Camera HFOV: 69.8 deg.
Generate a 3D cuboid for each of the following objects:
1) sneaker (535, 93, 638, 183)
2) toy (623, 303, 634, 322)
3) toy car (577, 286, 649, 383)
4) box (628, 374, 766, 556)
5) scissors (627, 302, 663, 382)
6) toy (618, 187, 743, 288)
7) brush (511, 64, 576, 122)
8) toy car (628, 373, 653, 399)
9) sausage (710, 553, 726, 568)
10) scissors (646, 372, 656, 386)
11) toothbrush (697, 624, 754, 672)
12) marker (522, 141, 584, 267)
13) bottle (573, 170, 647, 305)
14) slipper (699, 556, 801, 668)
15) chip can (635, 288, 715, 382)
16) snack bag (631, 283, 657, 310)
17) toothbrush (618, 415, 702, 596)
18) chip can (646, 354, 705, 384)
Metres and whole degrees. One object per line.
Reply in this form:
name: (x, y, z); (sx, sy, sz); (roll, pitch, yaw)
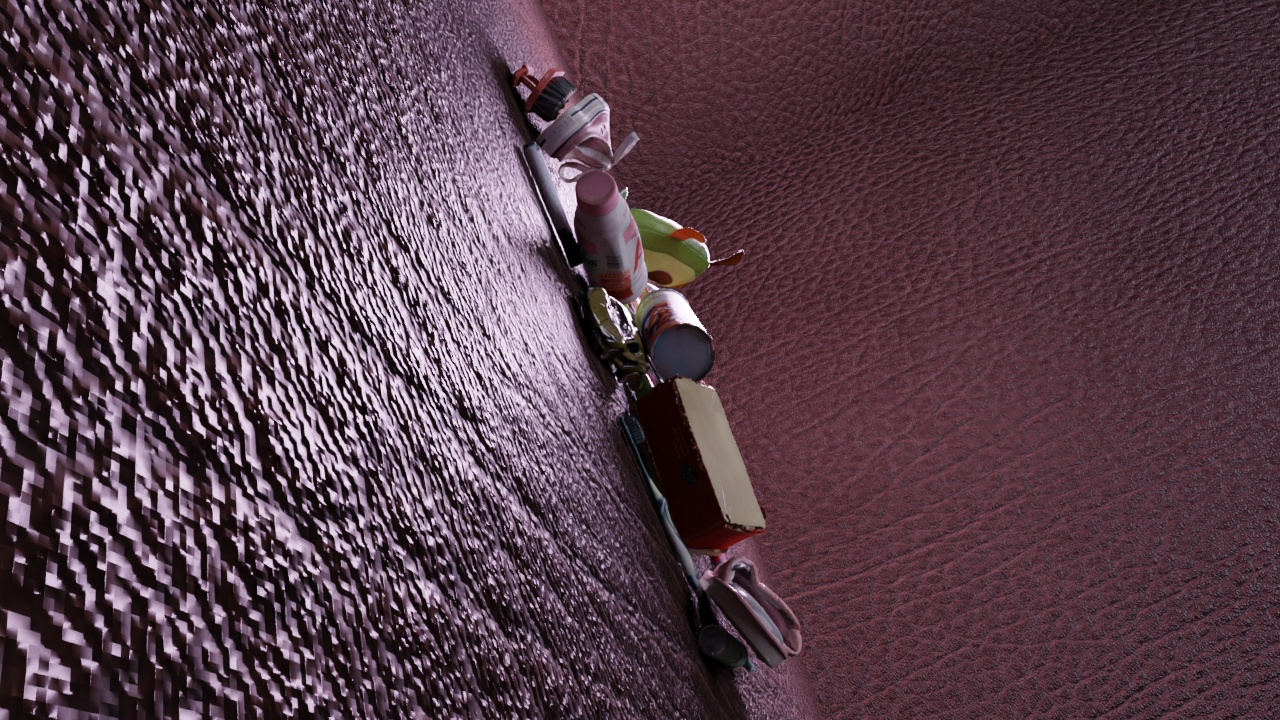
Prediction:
sneaker: (-0.069, -0.276, 1.163); (0.088, 0.118, 0.240); (49, 15, -12)
toy: (-0.030, -0.074, 1.112); (0.096, 0.031, 0.100); (-108, 179, -79)
toy car: (-0.025, -0.026, 0.906); (0.158, 0.042, 0.070); (46, 22, -71)
box: (0.063, 0.101, 0.915); (0.091, 0.080, 0.168); (17, 46, -50)
scissors: (0.010, -0.013, 1.197); (0.235, 0.022, 0.137); (63, 0, 21)
toy: (0.028, -0.170, 1.408); (0.246, 0.228, 0.089); (21, 69, -35)
brush: (-0.121, -0.327, 1.107); (0.069, 0.063, 0.145); (36, 14, -10)
toy car: (0.014, 0.054, 1.022); (0.091, 0.036, 0.043); (66, 5, 27)
sausage: (0.094, 0.232, 1.201); (0.155, 0.020, 0.020); (-106, 172, -53)
scissors: (0.028, 0.078, 1.194); (0.125, 0.017, 0.133); (-38, 111, -89)
toothbrush: (0.084, 0.273, 0.859); (0.027, 0.026, 0.224); (47, -6, 25)
marker: (-0.086, -0.156, 0.920); (0.023, 0.018, 0.131); (-11, -77, 57)
bottle: (-0.034, -0.125, 0.946); (0.197, 0.068, 0.068); (75, -5, -67)
slipper: (0.109, 0.239, 0.882); (0.114, 0.054, 0.274); (50, -5, 13)
chip can: (0.037, -0.030, 1.052); (0.214, 0.071, 0.071); (-107, 174, -75)
snack bag: (-0.001, -0.085, 1.389); (0.207, 0.073, 0.128); (18, 50, -74)
toothbrush: (0.023, 0.134, 0.839); (0.016, 0.018, 0.191); (-94, 161, -76)
chip can: (0.050, 0.028, 1.327); (0.210, 0.071, 0.071); (53, 15, -70)
